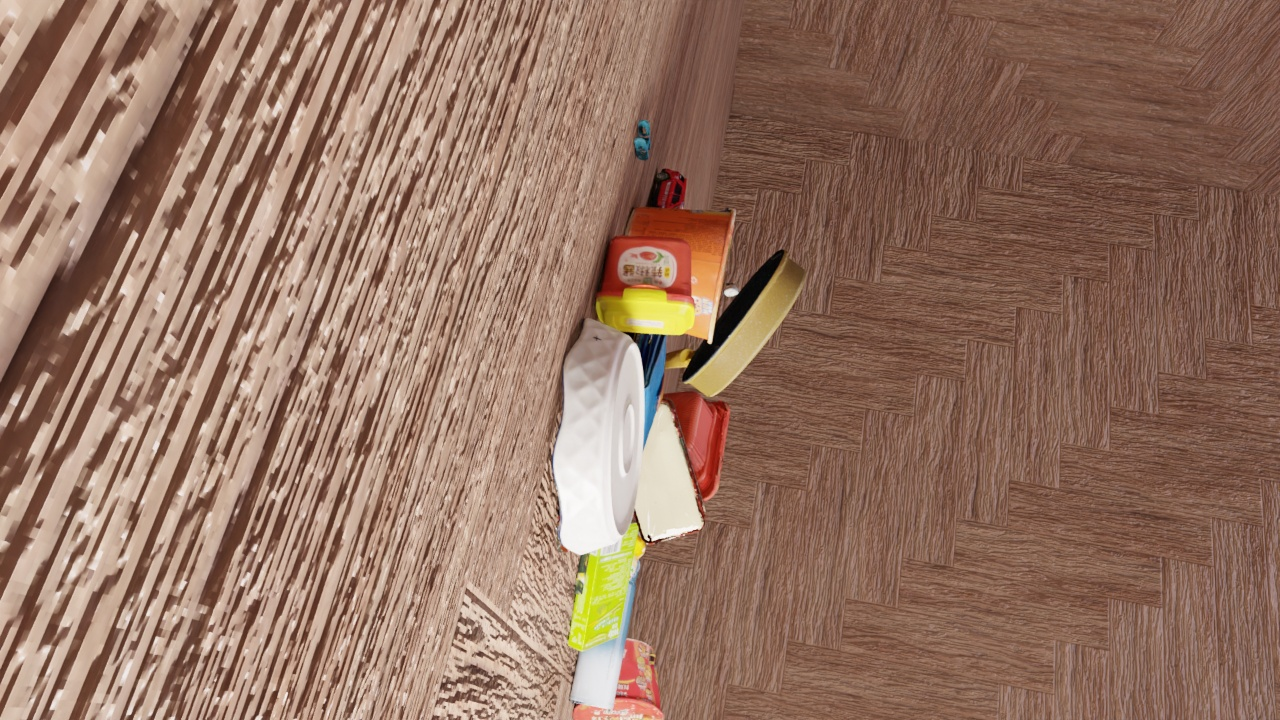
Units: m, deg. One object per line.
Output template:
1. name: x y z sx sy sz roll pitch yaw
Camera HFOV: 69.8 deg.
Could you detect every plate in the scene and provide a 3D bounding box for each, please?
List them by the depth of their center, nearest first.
1. plate: -0.031 0.066 0.798 0.204 0.045 0.205 4 89 -80

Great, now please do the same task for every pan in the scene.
1. pan: 0.079 -0.021 1.161 0.197 0.078 0.359 -55 -176 -34

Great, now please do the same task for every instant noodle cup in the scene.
1. instant noodle cup: 0.038 -0.102 1.014 0.151 0.111 0.151 12 88 -85
2. instant noodle cup: 0.032 0.109 1.252 0.188 0.165 0.079 -75 150 -47
3. instant noodle cup: -0.033 0.501 1.418 0.138 0.138 0.108 95 -2 -47

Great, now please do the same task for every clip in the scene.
1. clip: 0.002 -0.221 0.933 0.056 0.014 0.041 76 25 -75

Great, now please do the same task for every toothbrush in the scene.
1. toothbrush: 0.098 -0.079 1.006 0.191 0.016 0.018 -32 122 -84
2. toothbrush: -0.055 0.188 1.099 0.012 0.017 0.185 77 23 -85

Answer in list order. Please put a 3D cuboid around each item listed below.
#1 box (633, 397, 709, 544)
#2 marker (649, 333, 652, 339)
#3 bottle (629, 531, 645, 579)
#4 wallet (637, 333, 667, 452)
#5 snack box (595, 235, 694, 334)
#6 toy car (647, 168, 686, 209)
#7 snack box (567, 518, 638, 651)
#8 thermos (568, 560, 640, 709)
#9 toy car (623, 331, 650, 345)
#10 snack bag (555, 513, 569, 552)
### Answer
1. box: 0.022 0.136 1.135 0.078 0.091 0.168 -53 126 -84
2. marker: 0.018 -0.075 1.421 0.017 0.017 0.145 86 15 -71
3. bottle: -0.038 0.275 1.230 0.063 0.063 0.108 92 23 -58
4. wallet: 0.001 0.047 0.993 0.106 0.040 0.133 -71 172 -51
5. snack box: 0.007 -0.071 0.862 0.082 0.091 0.080 84 10 -73
6. toy car: 0.032 -0.195 1.171 0.053 0.045 0.120 92 11 -50
7. snack box: -0.046 0.278 1.151 0.085 0.026 0.156 2 99 -57
8. thermos: -0.048 0.379 1.308 0.070 0.070 0.220 85 16 -72
9. toy car: -0.007 0.007 1.152 0.156 0.041 0.071 94 8 -63
10. snack bag: -0.061 0.144 0.870 0.105 0.026 0.045 -59 144 -79
